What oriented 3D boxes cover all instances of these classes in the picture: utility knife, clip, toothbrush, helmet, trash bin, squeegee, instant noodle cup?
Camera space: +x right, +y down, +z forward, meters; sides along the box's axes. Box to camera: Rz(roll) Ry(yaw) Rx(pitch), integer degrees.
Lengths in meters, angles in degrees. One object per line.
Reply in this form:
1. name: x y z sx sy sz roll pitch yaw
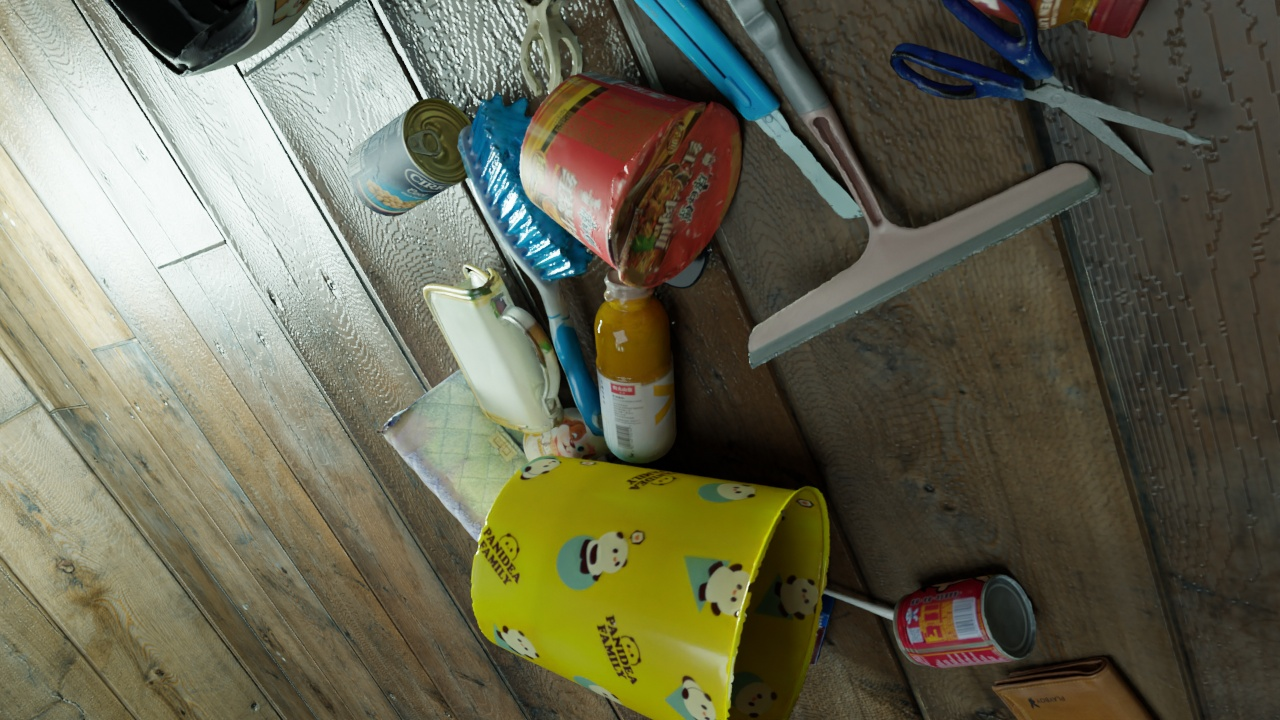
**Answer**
1. utility knife: 0.071 -0.185 0.625 0.238 0.018 0.034 47 139 -3
2. clip: -0.072 -0.250 0.685 0.071 0.034 0.100 13 125 35
3. toothbrush: 0.220 0.225 0.833 0.180 0.016 0.016 15 133 29
4. helmet: -0.326 -0.364 0.717 0.230 0.156 0.275 44 129 6
5. trash bin: 0.008 0.196 0.803 0.256 0.228 0.230 10 128 27
6. squeegee: 0.116 -0.156 0.593 0.248 0.040 0.249 -28 96 32
7. instant noodle cup: -0.010 -0.137 0.655 0.108 0.137 0.138 34 139 28

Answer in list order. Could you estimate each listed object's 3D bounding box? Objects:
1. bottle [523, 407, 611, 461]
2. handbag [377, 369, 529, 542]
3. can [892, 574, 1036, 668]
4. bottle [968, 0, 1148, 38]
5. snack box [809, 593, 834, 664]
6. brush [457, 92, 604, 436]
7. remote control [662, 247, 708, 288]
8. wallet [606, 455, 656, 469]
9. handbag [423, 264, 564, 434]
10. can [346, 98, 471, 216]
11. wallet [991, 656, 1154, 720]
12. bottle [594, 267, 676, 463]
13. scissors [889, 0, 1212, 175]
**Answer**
1. bottle: -0.063 0.078 0.921 0.109 0.063 0.063 -13 114 30
2. handbag: -0.166 0.105 0.976 0.194 0.133 0.076 47 141 -2
3. can: 0.261 0.213 0.746 0.066 0.066 0.094 52 139 -6
4. bottle: 0.175 -0.215 0.477 0.175 0.057 0.058 29 137 20
5. snack box: 0.109 0.241 0.915 0.157 0.026 0.085 18 132 18
6. brush: -0.074 -0.072 0.806 0.110 0.060 0.314 -12 109 52
7. remote control: -0.005 -0.107 0.740 0.136 0.024 0.053 34 113 8
8. wallet: -0.006 0.139 0.938 0.097 0.019 0.121 32 141 -13
9. handbag: -0.119 -0.009 0.873 0.179 0.063 0.163 14 134 53
10. can: -0.206 -0.179 0.824 0.111 0.075 0.075 -13 113 46
11. wallet: 0.369 0.307 0.759 0.130 0.035 0.119 51 134 -4
12. bottle: -0.005 0.005 0.805 0.068 0.067 0.190 20 133 29
13. scissors: 0.210 -0.149 0.496 0.162 0.012 0.164 37 166 -38
